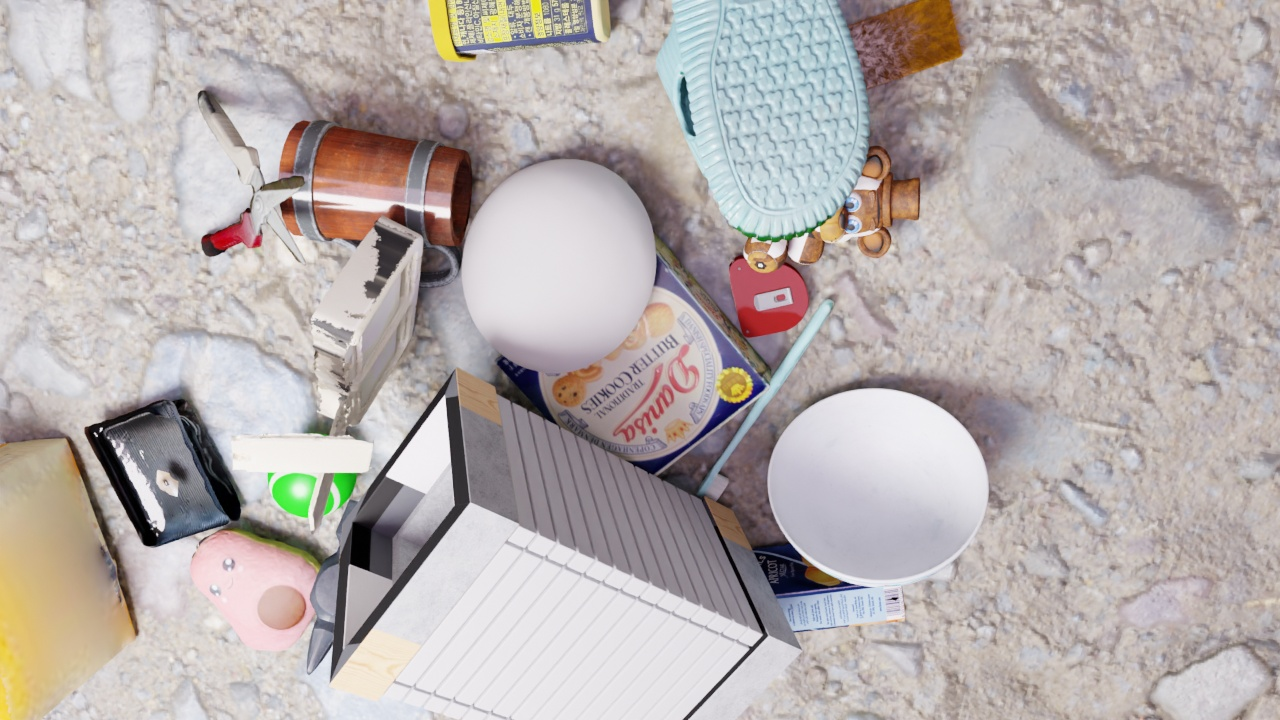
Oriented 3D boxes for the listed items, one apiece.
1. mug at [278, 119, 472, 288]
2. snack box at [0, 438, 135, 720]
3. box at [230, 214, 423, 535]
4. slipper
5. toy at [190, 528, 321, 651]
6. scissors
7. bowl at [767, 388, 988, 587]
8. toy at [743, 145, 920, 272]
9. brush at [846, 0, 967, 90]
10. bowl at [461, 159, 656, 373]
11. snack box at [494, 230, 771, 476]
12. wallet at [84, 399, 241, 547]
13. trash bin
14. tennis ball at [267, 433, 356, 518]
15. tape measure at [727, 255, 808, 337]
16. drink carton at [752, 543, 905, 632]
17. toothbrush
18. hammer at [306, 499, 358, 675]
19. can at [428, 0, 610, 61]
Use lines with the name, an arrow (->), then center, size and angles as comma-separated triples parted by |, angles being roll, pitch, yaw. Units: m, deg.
mug -> -0.180, -0.104, 0.642 | 0.111, 0.081, 0.118 | 7, 131, 0
snack box -> -0.490, 0.176, 0.720 | 0.081, 0.145, 0.195 | -6, 106, 11
box -> -0.183, 0.017, 0.601 | 0.080, 0.180, 0.144 | 25, 150, -3
slipper -> 0.068, -0.208, 0.573 | 0.116, 0.069, 0.276 | -12, 88, -6
toy -> -0.315, 0.183, 0.750 | 0.110, 0.051, 0.090 | 32, 101, 0
scissors -> -0.272, -0.118, 0.625 | 0.199, 0.015, 0.179 | -31, 74, 47
bowl -> 0.165, 0.100, 0.647 | 0.144, 0.143, 0.074 | -9, 145, 9
toy -> 0.126, -0.103, 0.608 | 0.113, 0.067, 0.087 | 2, 124, 19
brush -> 0.144, -0.198, 0.601 | 0.126, 0.017, 0.048 | -17, 104, 11
bowl -> -0.066, -0.067, 0.619 | 0.150, 0.043, 0.149 | -2, 86, 24
snack box -> -0.004, 0.004, 0.666 | 0.145, 0.042, 0.145 | -39, 98, 16
wallet -> -0.385, 0.091, 0.743 | 0.089, 0.026, 0.115 | -18, 102, 12
trash bin -> -0.050, 0.147, 0.601 | 0.246, 0.142, 0.143 | 30, 108, -27
tennis ball -> -0.253, 0.089, 0.707 | 0.065, 0.065, 0.065 | 2, 107, 6
tape measure -> 0.092, -0.049, 0.651 | 0.051, 0.019, 0.059 | -12, 105, 10
drink carton -> 0.126, 0.169, 0.689 | 0.130, 0.064, 0.040 | -9, 112, 9
toothbrush -> 0.092, 0.032, 0.677 | 0.016, 0.016, 0.181 | 30, 108, 0
hammer -> -0.098, 0.223, 0.721 | 0.321, 0.040, 0.129 | 21, 78, -11
can -> -0.078, -0.264, 0.578 | 0.104, 0.075, 0.135 | -4, 106, 5
